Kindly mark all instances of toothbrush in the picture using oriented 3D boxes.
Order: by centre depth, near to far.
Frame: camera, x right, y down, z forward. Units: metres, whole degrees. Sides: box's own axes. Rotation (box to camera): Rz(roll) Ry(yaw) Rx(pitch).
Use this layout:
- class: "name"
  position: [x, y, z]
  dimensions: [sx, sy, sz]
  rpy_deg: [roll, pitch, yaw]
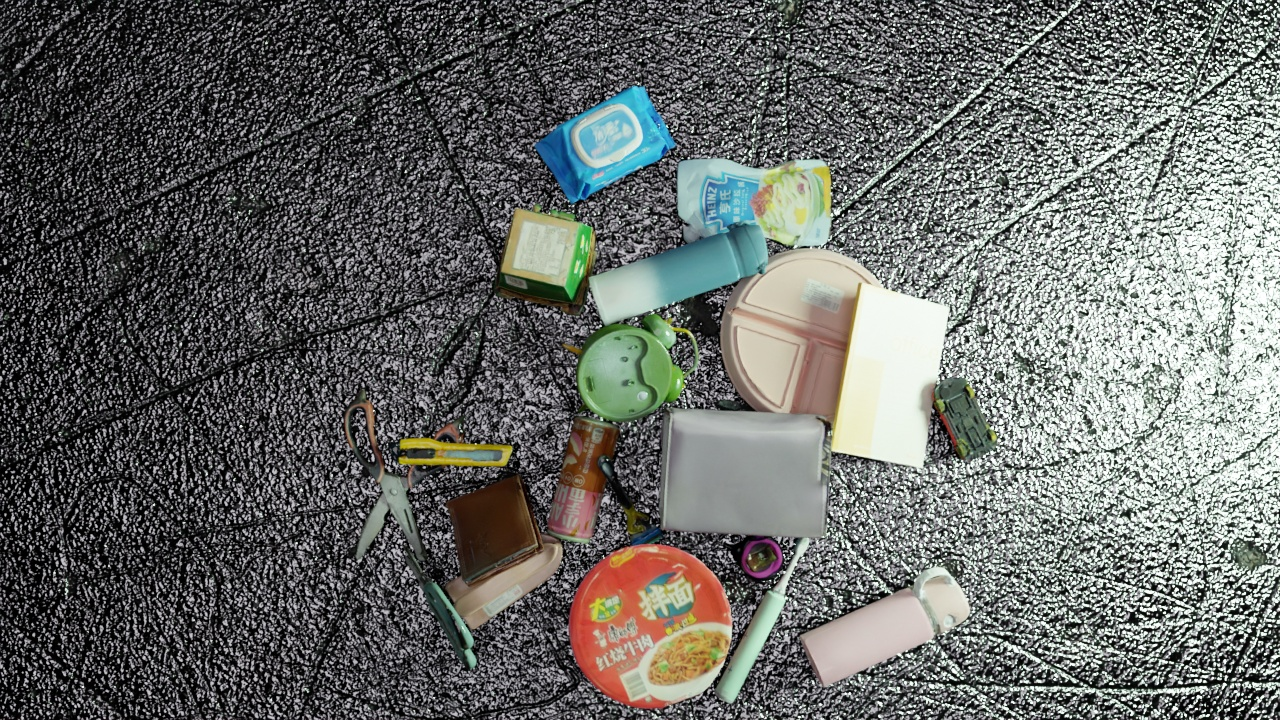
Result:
- class: "toothbrush"
  position: [0.152, 0.316, 1.128]
  dimensions: [0.026, 0.027, 0.224]
  rpy_deg: [28, 88, -13]
- class: "toothbrush"
  position: [0.186, 0.066, 1.145]
  dimensions: [0.189, 0.018, 0.014]
  rpy_deg: [8, 85, -1]

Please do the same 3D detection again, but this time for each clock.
- class: "clock"
  position: [-0.007, 0.006, 1.111]
  dimensions: [0.161, 0.056, 0.116]
  rpy_deg: [-14, 111, -7]

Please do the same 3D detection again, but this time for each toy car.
- class: "toy car"
  position: [0.399, 0.071, 1.138]
  dimensions: [0.049, 0.031, 0.106]
  rpy_deg: [-27, 91, -2]

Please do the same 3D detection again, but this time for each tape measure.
- class: "tape measure"
  position: [0.147, 0.241, 1.124]
  dimensions: [0.058, 0.039, 0.057]
  rpy_deg: [-30, 88, -2]

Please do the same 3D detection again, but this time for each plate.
- class: "plate"
  position: [0.214, -0.028, 1.136]
  dimensions: [0.229, 0.028, 0.229]
  rpy_deg: [0, 85, -4]

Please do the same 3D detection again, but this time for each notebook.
- class: "notebook"
  position: [0.306, 0.020, 1.122]
  dimensions: [0.145, 0.010, 0.206]
  rpy_deg: [12, 87, -25]

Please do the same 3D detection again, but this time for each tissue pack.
- class: "tissue pack"
  position: [-0.044, -0.270, 1.141]
  dimensions: [0.157, 0.052, 0.095]
  rpy_deg: [-29, 88, -2]

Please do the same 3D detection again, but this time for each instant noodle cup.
- class: "instant noodle cup"
  position: [0.011, 0.315, 1.108]
  dimensions: [0.194, 0.066, 0.193]
  rpy_deg: [0, 86, 0]

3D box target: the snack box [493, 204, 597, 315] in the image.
- class: "snack box"
  position: [-0.118, -0.125, 1.107]
  dimensions: [0.118, 0.105, 0.117]
  rpy_deg: [12, 88, 1]

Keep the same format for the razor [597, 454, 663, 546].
- class: "razor"
  position: [-0.020, 0.170, 1.115]
  dimensions: [0.042, 0.022, 0.143]
  rpy_deg: [-32, 115, -10]

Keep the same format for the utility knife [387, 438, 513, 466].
- class: "utility knife"
  position: [-0.233, 0.112, 1.124]
  dimensions: [0.154, 0.015, 0.033]
  rpy_deg: [1, 90, 0]

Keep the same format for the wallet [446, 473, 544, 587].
- class: "wallet"
  position: [-0.177, 0.200, 1.099]
  dimensions: [0.101, 0.032, 0.124]
  rpy_deg: [-25, 46, 1]

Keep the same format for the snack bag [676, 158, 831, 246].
- class: "snack bag"
  position: [0.141, -0.197, 1.148]
  dimensions: [0.191, 0.039, 0.110]
  rpy_deg: [0, 98, 0]

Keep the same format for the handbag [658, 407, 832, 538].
- class: "handbag"
  position: [0.122, 0.130, 1.096]
  dimensions: [0.197, 0.098, 0.145]
  rpy_deg: [3, 105, -2]

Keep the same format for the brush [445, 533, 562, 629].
- class: "brush"
  position: [-0.158, 0.260, 1.106]
  dimensions: [0.145, 0.073, 0.063]
  rpy_deg: [-32, 87, -4]

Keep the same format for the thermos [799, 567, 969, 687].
- class: "thermos"
  position: [0.292, 0.316, 1.104]
  dimensions: [0.198, 0.067, 0.087]
  rpy_deg: [-24, 118, 0]

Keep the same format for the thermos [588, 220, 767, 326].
- class: "thermos"
  position: [0.048, -0.108, 1.120]
  dimensions: [0.220, 0.070, 0.070]
  rpy_deg: [-19, 87, 3]

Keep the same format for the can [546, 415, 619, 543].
- class: "can"
  position: [-0.070, 0.144, 1.119]
  dimensions: [0.058, 0.058, 0.147]
  rpy_deg: [14, 87, 0]

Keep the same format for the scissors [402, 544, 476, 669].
- class: "scissors"
  position: [-0.234, 0.303, 1.090]
  dimensions: [0.019, 0.179, 0.173]
  rpy_deg: [-31, 43, -23]

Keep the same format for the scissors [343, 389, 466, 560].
- class: "scissors"
  position: [-0.307, 0.142, 1.138]
  dimensions: [0.189, 0.015, 0.222]
  rpy_deg: [34, 87, 1]
